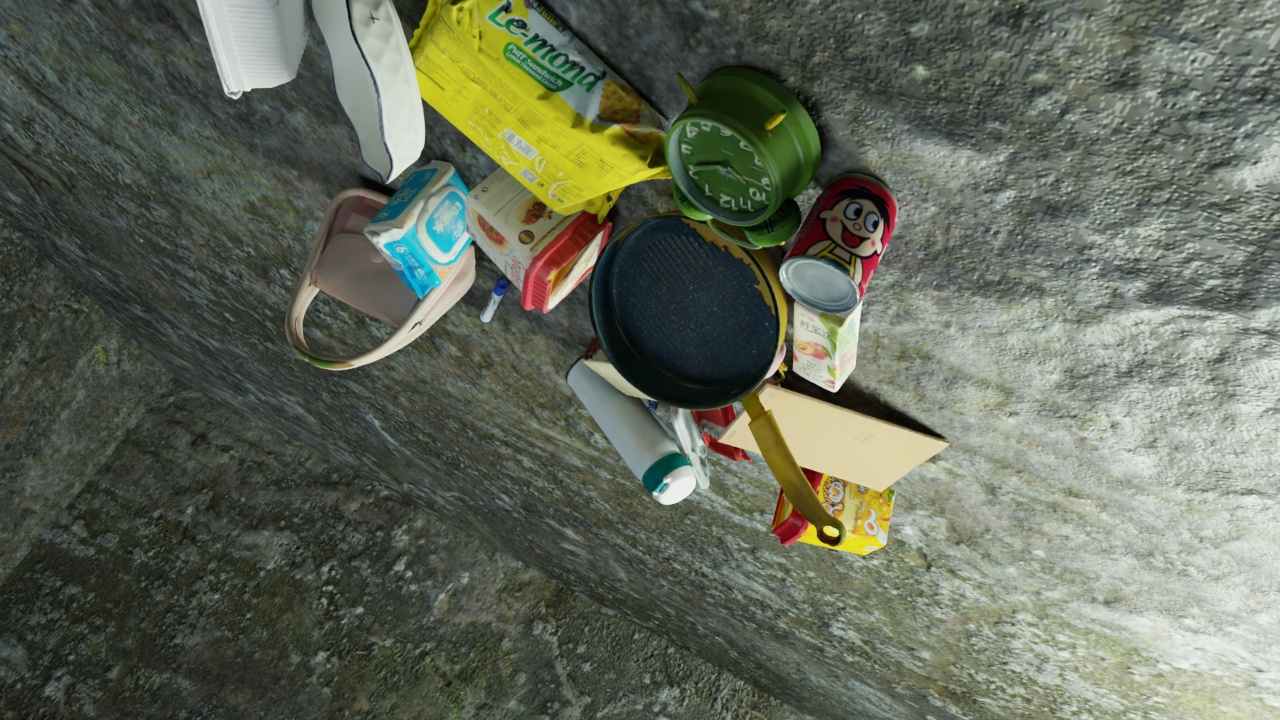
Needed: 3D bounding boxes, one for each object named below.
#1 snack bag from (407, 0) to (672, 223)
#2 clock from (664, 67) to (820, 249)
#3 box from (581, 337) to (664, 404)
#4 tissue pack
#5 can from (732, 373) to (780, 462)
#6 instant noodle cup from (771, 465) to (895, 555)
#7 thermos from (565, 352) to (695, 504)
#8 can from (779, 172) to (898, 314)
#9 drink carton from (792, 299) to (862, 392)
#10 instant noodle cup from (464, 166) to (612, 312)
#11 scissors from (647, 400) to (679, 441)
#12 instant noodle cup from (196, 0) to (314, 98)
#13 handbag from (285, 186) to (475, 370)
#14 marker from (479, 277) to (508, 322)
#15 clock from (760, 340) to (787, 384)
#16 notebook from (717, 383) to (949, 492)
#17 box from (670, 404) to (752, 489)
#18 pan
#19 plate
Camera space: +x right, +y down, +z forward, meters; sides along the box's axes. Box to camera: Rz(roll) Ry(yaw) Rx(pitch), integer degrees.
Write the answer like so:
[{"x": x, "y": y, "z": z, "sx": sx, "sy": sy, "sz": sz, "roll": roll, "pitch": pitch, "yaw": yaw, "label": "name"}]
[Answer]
[{"x": -0.094, "y": -0.220, "z": 0.795, "sx": 0.246, "sy": 0.068, "sz": 0.158, "roll": 38, "pitch": 156, "yaw": -19, "label": "snack bag"}, {"x": 0.076, "y": -0.150, "z": 0.720, "sx": 0.116, "sy": 0.056, "sz": 0.161, "roll": 28, "pitch": 152, "yaw": 25, "label": "clock"}, {"x": -0.006, "y": 0.007, "z": 1.079, "sx": 0.091, "sy": 0.077, "sz": 0.168, "roll": 39, "pitch": 168, "yaw": -19, "label": "box"}, {"x": -0.234, "y": -0.148, "z": 1.016, "sx": 0.063, "sy": 0.139, "sz": 0.090, "roll": 0, "pitch": 137, "yaw": 37, "label": "tissue pack"}, {"x": 0.141, "y": 0.064, "z": 1.085, "sx": 0.058, "sy": 0.058, "sz": 0.147, "roll": 19, "pitch": 154, "yaw": 25, "label": "can"}, {"x": 0.243, "y": 0.185, "z": 1.153, "sx": 0.123, "sy": 0.116, "sz": 0.116, "roll": 18, "pitch": 157, "yaw": 0, "label": "instant noodle cup"}, {"x": -0.010, "y": 0.086, "z": 1.179, "sx": 0.224, "sy": 0.073, "sz": 0.073, "roll": 52, "pitch": 167, "yaw": 29, "label": "thermos"}, {"x": 0.156, "y": -0.092, "z": 0.715, "sx": 0.066, "sy": 0.093, "sz": 0.067, "roll": 25, "pitch": 156, "yaw": 12, "label": "can"}, {"x": 0.179, "y": -0.024, "z": 0.882, "sx": 0.053, "sy": 0.045, "sz": 0.123, "roll": 32, "pitch": 158, "yaw": 25, "label": "drink carton"}, {"x": -0.110, "y": -0.133, "z": 0.943, "sx": 0.124, "sy": 0.116, "sz": 0.116, "roll": 40, "pitch": 158, "yaw": 7, "label": "instant noodle cup"}, {"x": 0.011, "y": 0.063, "z": 1.256, "sx": 0.174, "sy": 0.012, "sz": 0.163, "roll": 41, "pitch": 148, "yaw": 12, "label": "scissors"}, {"x": -0.332, "y": -0.323, "z": 0.810, "sx": 0.060, "sy": 0.137, "sz": 0.174, "roll": 11, "pitch": 159, "yaw": -9, "label": "instant noodle cup"}, {"x": -0.335, "y": -0.087, "z": 1.128, "sx": 0.193, "sy": 0.233, "sz": 0.093, "roll": 25, "pitch": 158, "yaw": 14, "label": "handbag"}, {"x": -0.202, "y": -0.080, "z": 1.259, "sx": 0.017, "sy": 0.016, "sz": 0.146, "roll": 34, "pitch": 156, "yaw": -7, "label": "marker"}, {"x": 0.091, "y": -0.025, "z": 0.967, "sx": 0.158, "sy": 0.059, "sz": 0.117, "roll": 40, "pitch": 156, "yaw": -22, "label": "clock"}, {"x": 0.210, "y": 0.089, "z": 1.027, "sx": 0.211, "sy": 0.012, "sz": 0.150, "roll": 18, "pitch": 150, "yaw": -8, "label": "notebook"}, {"x": 0.079, "y": 0.091, "z": 1.165, "sx": 0.095, "sy": 0.098, "sz": 0.201, "roll": 19, "pitch": 154, "yaw": 27, "label": "box"}, {"x": 0.087, "y": 0.020, "z": 0.871, "sx": 0.198, "sy": 0.078, "sz": 0.357, "roll": -38, "pitch": 92, "yaw": 36, "label": "pan"}, {"x": -0.239, "y": -0.260, "z": 0.802, "sx": 0.205, "sy": 0.045, "sz": 0.205, "roll": 52, "pitch": 154, "yaw": 38, "label": "plate"}]
